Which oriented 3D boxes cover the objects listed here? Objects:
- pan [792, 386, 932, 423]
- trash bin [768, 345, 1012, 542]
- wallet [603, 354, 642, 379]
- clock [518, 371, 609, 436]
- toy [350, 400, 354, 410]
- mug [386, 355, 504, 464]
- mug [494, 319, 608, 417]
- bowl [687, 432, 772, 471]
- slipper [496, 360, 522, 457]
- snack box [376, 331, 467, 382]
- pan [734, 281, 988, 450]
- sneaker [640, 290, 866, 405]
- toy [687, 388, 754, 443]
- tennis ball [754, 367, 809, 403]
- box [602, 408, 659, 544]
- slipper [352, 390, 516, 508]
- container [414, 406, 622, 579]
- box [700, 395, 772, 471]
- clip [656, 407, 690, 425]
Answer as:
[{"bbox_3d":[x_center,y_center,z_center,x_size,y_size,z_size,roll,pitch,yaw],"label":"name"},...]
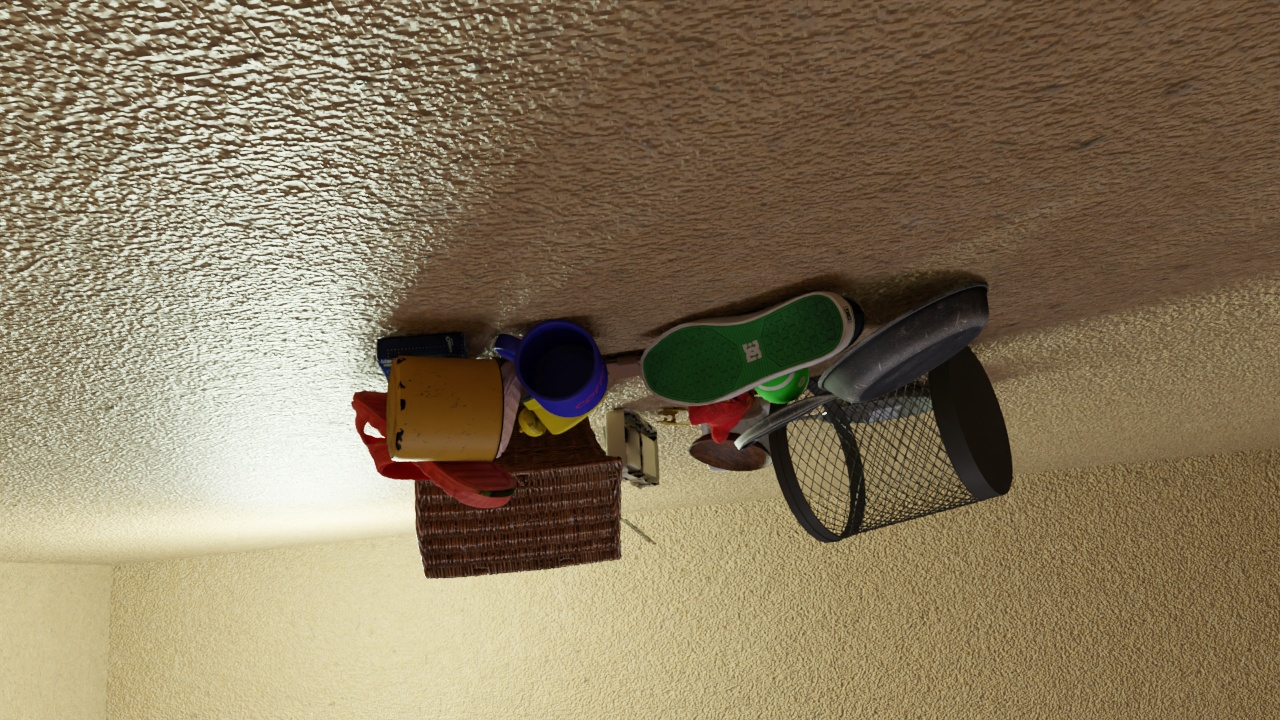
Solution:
[{"bbox_3d":[0.308,0.074,1.410,0.354,0.024,0.216,-6,166,1],"label":"pan"},{"bbox_3d":[0.315,0.099,1.148,0.228,0.217,0.217,-20,160,34],"label":"trash bin"},{"bbox_3d":[-0.006,0.006,1.044,0.121,0.013,0.087,-7,168,12],"label":"wallet"},{"bbox_3d":[-0.089,0.040,0.989,0.119,0.057,0.083,-29,-167,42],"label":"clock"},{"bbox_3d":[-0.285,0.052,1.089,0.111,0.030,0.049,-7,-178,-17],"label":"toy"},{"bbox_3d":[-0.188,0.042,0.860,0.094,0.100,0.124,2,-164,-22],"label":"mug"},{"bbox_3d":[-0.090,0.004,0.896,0.111,0.079,0.083,21,169,9],"label":"mug"},{"bbox_3d":[0.120,0.114,1.209,0.114,0.026,0.102,26,149,-32],"label":"bowl"},{"bbox_3d":[-0.169,0.056,1.024,0.055,0.106,0.222,16,167,-11],"label":"slipper"},{"bbox_3d":[-0.217,0.006,0.933,0.082,0.027,0.150,-3,166,-9],"label":"snack box"},{"bbox_3d":[0.218,0.026,0.965,0.186,0.055,0.358,-12,156,-42],"label":"pan"},{"bbox_3d":[0.108,-0.011,0.897,0.236,0.084,0.078,-17,175,35],"label":"sneaker"},{"bbox_3d":[0.116,0.049,1.141,0.094,0.088,0.132,-23,163,19],"label":"toy"},{"bbox_3d":[0.158,0.016,1.040,0.065,0.065,0.065,-5,166,-1],"label":"tennis ball"},{"bbox_3d":[-0.027,0.175,1.352,0.070,0.186,0.143,-9,159,19],"label":"box"},{"bbox_3d":[-0.222,0.097,0.935,0.103,0.059,0.249,9,-164,-47],"label":"slipper"},{"bbox_3d":[-0.161,0.156,1.188,0.250,0.162,0.183,-4,-150,-10],"label":"container"},{"bbox_3d":[0.136,0.097,1.259,0.109,0.121,0.136,-8,-172,6],"label":"box"},{"bbox_3d":[0.045,0.087,1.358,0.054,0.044,0.049,4,139,-38],"label":"clip"}]
